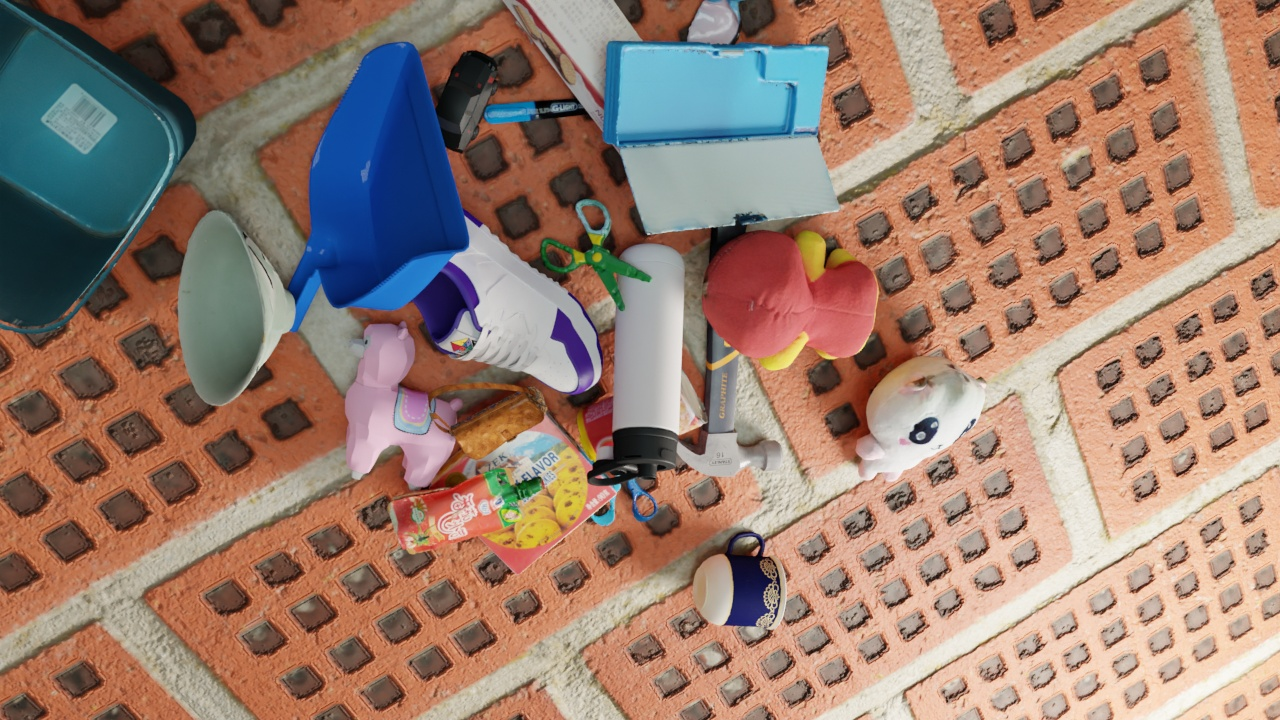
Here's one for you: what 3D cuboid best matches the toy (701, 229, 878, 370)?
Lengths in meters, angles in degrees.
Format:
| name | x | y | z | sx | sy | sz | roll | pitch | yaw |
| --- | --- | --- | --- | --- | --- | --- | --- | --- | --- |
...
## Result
| name | x | y | z | sx | sy | sz | roll | pitch | yaw |
| --- | --- | --- | --- | --- | --- | --- | --- | --- | --- |
| toy | 0.153 | -0.062 | 0.931 | 0.215 | 0.099 | 0.147 | 3 | 93 | -38 |

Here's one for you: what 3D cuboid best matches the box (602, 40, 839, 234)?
| name | x | y | z | sx | sy | sz | roll | pitch | yaw |
| --- | --- | --- | --- | --- | --- | --- | --- | --- | --- |
| box | 0.079 | -0.213 | 0.871 | 0.243 | 0.060 | 0.175 | -11 | 98 | -31 |

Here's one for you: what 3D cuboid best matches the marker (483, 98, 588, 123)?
| name | x | y | z | sx | sy | sz | roll | pitch | yaw |
| --- | --- | --- | --- | --- | --- | --- | --- | --- | --- |
| marker | -0.089 | -0.240 | 0.878 | 0.123 | 0.015 | 0.018 | -9 | 107 | -14 |

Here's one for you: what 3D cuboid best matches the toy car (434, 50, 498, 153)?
| name | x | y | z | sx | sy | sz | roll | pitch | yaw |
| --- | --- | --- | --- | --- | --- | --- | --- | --- | --- |
| toy car | -0.163 | -0.238 | 0.839 | 0.042 | 0.036 | 0.092 | 27 | 101 | 5 |

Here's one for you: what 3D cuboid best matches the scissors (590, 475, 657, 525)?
| name | x | y | z | sx | sy | sz | roll | pitch | yaw |
| --- | --- | --- | --- | --- | --- | --- | --- | --- | --- |
| scissors | -0.008 | 0.125 | 1.030 | 0.083 | 0.016 | 0.135 | 8 | 102 | -13 |

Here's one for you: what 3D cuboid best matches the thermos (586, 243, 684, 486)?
| name | x | y | z | sx | sy | sz | roll | pitch | yaw |
| --- | --- | --- | --- | --- | --- | --- | --- | --- | --- |
| thermos | -0.005 | 0.005 | 0.908 | 0.068 | 0.101 | 0.229 | 21 | 64 | -46 |

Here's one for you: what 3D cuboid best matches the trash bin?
| name | x | y | z | sx | sy | sz | roll | pitch | yaw |
| --- | --- | --- | --- | --- | --- | --- | --- | --- | --- |
| trash bin | -0.457 | -0.164 | 0.696 | 0.199 | 0.218 | 0.196 | 36 | 96 | -22 |

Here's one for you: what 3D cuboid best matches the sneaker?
| name | x | y | z | sx | sy | sz | roll | pitch | yaw |
| --- | --- | --- | --- | --- | --- | --- | --- | --- | --- |
| sneaker | -0.137 | -0.034 | 0.871 | 0.244 | 0.110 | 0.092 | 43 | 134 | -20 |

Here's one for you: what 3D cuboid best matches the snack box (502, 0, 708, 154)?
| name | x | y | z | sx | sy | sz | roll | pitch | yaw |
| --- | --- | --- | --- | --- | --- | --- | --- | --- | --- |
| snack box | -0.022 | -0.261 | 0.866 | 0.076 | 0.044 | 0.273 | -49 | 115 | -16 |

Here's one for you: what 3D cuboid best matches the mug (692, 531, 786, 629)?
| name | x | y | z | sx | sy | sz | roll | pitch | yaw |
| --- | --- | --- | --- | --- | --- | --- | --- | --- | --- |
| mug | 0.112 | 0.256 | 1.074 | 0.089 | 0.086 | 0.111 | 6 | 71 | -14 |

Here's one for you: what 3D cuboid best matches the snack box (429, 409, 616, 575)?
| name | x | y | z | sx | sy | sz | roll | pitch | yaw |
| --- | --- | --- | --- | --- | --- | --- | --- | --- | --- |
| snack box | -0.125 | 0.132 | 0.980 | 0.142 | 0.040 | 0.145 | -40 | 110 | 2 |

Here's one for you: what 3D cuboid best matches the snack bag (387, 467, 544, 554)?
| name | x | y | z | sx | sy | sz | roll | pitch | yaw |
| --- | --- | --- | --- | --- | --- | --- | --- | --- | --- |
| snack bag | -0.173 | 0.148 | 0.933 | 0.155 | 0.044 | 0.087 | -17 | 130 | -8 |

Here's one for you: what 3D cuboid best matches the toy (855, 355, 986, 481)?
| name | x | y | z | sx | sy | sz | roll | pitch | yaw |
| --- | --- | --- | --- | --- | --- | --- | --- | --- | --- |
| toy | 0.311 | 0.074 | 1.056 | 0.138 | 0.101 | 0.180 | 1 | 128 | -28 |

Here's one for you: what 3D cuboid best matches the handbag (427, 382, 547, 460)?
| name | x | y | z | sx | sy | sz | roll | pitch | yaw |
| --- | --- | --- | --- | --- | --- | --- | --- | --- | --- |
| handbag | -0.145 | 0.049 | 0.841 | 0.093 | 0.196 | 0.043 | -27 | 76 | 2 |

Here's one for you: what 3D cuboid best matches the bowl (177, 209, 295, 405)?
| name | x | y | z | sx | sy | sz | roll | pitch | yaw |
| --- | --- | --- | --- | --- | --- | --- | --- | --- | --- |
| bowl | -0.348 | -0.044 | 0.819 | 0.067 | 0.174 | 0.174 | -2 | 112 | -48 |

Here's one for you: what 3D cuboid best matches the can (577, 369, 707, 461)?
| name | x | y | z | sx | sy | sz | roll | pitch | yaw |
| --- | --- | --- | --- | --- | --- | --- | --- | --- | --- |
| can | 0.000 | 0.060 | 0.961 | 0.124 | 0.066 | 0.067 | -25 | 114 | 12 |

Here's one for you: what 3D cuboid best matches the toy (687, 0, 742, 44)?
| name | x | y | z | sx | sy | sz | roll | pitch | yaw |
| --- | --- | --- | --- | --- | --- | --- | --- | --- | --- |
| toy | 0.059 | -0.390 | 0.825 | 0.191 | 0.098 | 0.225 | 15 | 131 | -17 |

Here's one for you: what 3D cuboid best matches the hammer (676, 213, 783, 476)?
| name | x | y | z | sx | sy | sz | roll | pitch | yaw |
| --- | --- | --- | --- | --- | --- | --- | --- | --- | --- |
| hammer | 0.096 | -0.021 | 0.994 | 0.139 | 0.035 | 0.313 | -2 | 109 | -12 |

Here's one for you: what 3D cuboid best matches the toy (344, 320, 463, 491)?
| name | x | y | z | sx | sy | sz | roll | pitch | yaw |
| --- | --- | --- | --- | --- | --- | --- | --- | --- | --- |
| toy | -0.239 | 0.043 | 0.910 | 0.123 | 0.067 | 0.157 | 15 | 100 | -20 |

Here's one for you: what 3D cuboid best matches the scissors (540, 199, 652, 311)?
| name | x | y | z | sx | sy | sz | roll | pitch | yaw |
| --- | --- | --- | --- | --- | --- | --- | --- | --- | --- |
| scissors | -0.036 | -0.108 | 0.901 | 0.132 | 0.012 | 0.108 | 23 | 88 | 20 |

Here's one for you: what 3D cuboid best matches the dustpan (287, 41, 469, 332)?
| name | x | y | z | sx | sy | sz | roll | pitch | yaw |
| --- | --- | --- | --- | --- | --- | --- | --- | --- | --- |
| dustpan | -0.252 | -0.109 | 0.811 | 0.059 | 0.245 | 0.258 | 5 | 141 | -37 |
